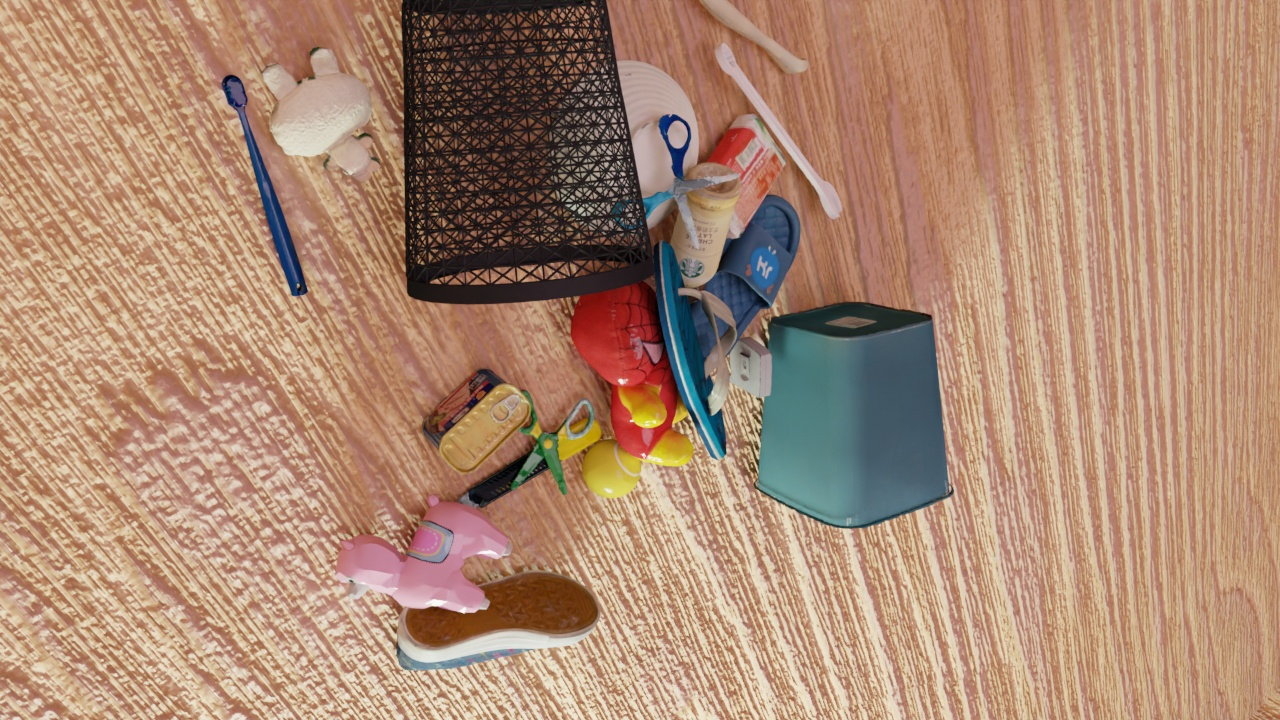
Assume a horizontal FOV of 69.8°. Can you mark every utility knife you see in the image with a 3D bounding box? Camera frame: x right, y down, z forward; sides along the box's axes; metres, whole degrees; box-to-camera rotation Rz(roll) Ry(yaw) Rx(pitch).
[{"bbox_3d":[-0.118,0.112,0.989,0.174,0.020,0.029,-30,100,-19],"label":"utility knife"}]

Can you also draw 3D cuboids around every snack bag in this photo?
[{"bbox_3d":[0.105,-0.198,0.990,0.077,0.036,0.115,46,67,-35],"label":"snack bag"}]

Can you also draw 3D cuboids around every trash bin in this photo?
[{"bbox_3d":[0.253,0.054,1.104,0.198,0.197,0.219,-13,107,-29],"label":"trash bin"},{"bbox_3d":[-0.104,-0.189,0.781,0.216,0.217,0.243,-12,107,-28],"label":"trash bin"}]

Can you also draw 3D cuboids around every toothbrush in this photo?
[{"bbox_3d":[-0.315,-0.143,0.774,0.016,0.017,0.190,-21,117,-24],"label":"toothbrush"}]

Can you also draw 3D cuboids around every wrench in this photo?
[{"bbox_3d":[0.157,-0.245,1.007,0.273,0.009,0.047,41,40,-40],"label":"wrench"}]

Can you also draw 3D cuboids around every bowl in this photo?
[{"bbox_3d":[0.002,-0.206,0.915,0.177,0.071,0.177,-11,112,-28],"label":"bowl"}]

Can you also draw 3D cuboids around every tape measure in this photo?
[{"bbox_3d":[0.128,0.008,1.079,0.020,0.060,0.062,-12,114,-28],"label":"tape measure"}]

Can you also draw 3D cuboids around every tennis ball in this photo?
[{"bbox_3d":[-0.032,0.120,1.017,0.065,0.065,0.065,-11,113,-28],"label":"tennis ball"}]

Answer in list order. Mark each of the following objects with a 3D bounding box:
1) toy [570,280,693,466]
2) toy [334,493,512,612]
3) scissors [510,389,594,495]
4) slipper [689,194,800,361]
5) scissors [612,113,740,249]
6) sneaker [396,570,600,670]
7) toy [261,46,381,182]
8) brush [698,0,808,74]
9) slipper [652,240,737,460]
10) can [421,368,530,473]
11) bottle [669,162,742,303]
[{"bbox_3d":[-0.006,0.006,0.960,0.099,0.147,0.216,-18,122,5],"label":"toy"},{"bbox_3d":[-0.219,0.196,0.924,0.157,0.067,0.123,26,69,-16],"label":"toy"},{"bbox_3d":[-0.094,0.084,0.981,0.127,0.011,0.125,-24,104,-18],"label":"scissors"},{"bbox_3d":[0.119,-0.084,1.042,0.103,0.059,0.214,28,93,-38],"label":"slipper"},{"bbox_3d":[0.031,-0.168,0.869,0.127,0.014,0.133,-9,94,5],"label":"scissors"},{"bbox_3d":[-0.159,0.290,1.007,0.235,0.087,0.079,2,138,-34],"label":"sneaker"},{"bbox_3d":[-0.263,-0.203,0.764,0.087,0.050,0.112,-38,127,-15],"label":"toy"},{"bbox_3d":[0.078,-0.352,0.925,0.271,0.062,0.077,14,104,-39],"label":"brush"},{"bbox_3d":[0.071,0.001,0.965,0.060,0.118,0.295,-7,137,14],"label":"slipper"},{"bbox_3d":[-0.164,0.058,0.916,0.099,0.059,0.054,-44,124,-11],"label":"can"},{"bbox_3d":[0.060,-0.126,0.953,0.056,0.056,0.162,-20,148,-25],"label":"bottle"}]
